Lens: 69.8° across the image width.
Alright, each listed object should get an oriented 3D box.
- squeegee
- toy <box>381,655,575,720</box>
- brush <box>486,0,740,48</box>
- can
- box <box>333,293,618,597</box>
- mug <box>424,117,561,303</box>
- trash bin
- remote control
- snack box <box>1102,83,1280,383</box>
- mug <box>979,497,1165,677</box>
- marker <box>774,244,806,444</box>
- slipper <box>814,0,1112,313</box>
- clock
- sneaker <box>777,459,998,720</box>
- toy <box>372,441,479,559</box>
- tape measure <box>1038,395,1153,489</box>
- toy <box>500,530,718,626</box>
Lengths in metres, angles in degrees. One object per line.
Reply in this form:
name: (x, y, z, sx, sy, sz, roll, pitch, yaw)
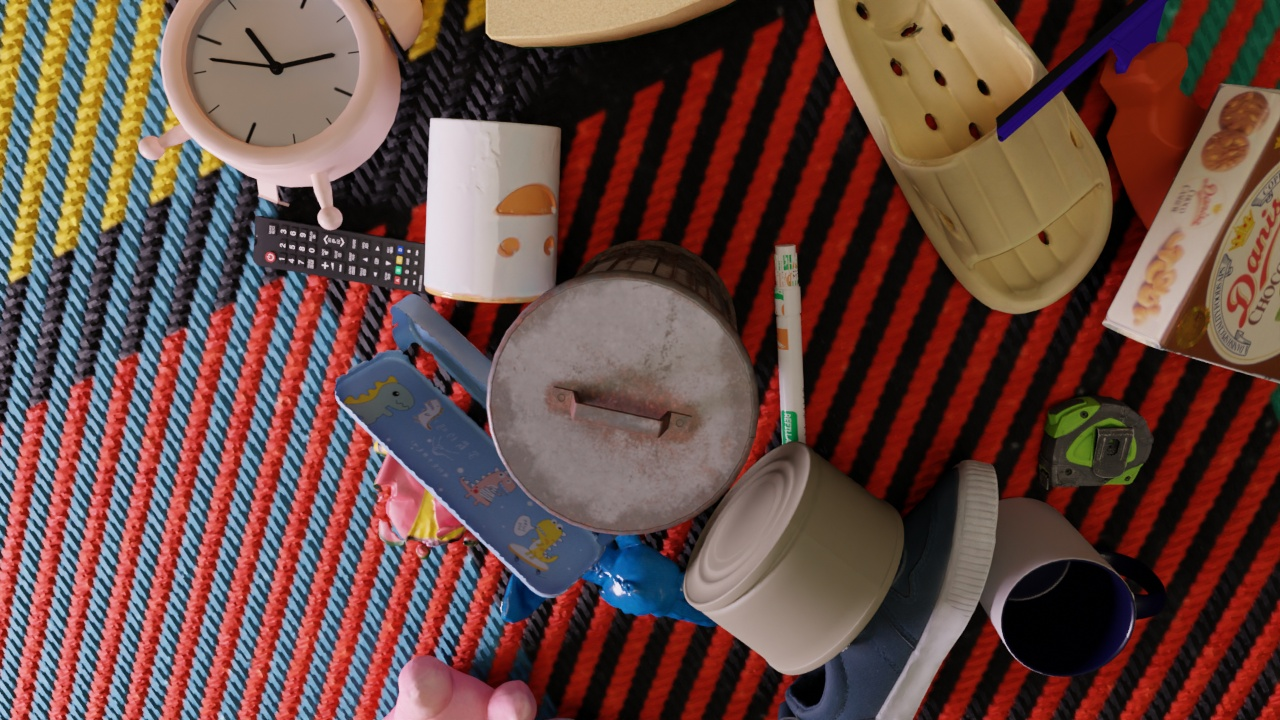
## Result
squeegee: (0.307, -0.125, 0.538, 0.249, 0.055, 0.185, -40, 113, -17)
toy: (-0.091, 0.300, 0.666, 0.213, 0.084, 0.142, 26, 106, 0)
brush: (-0.018, -0.313, 0.506, 0.195, 0.075, 0.250, -14, 102, 12)
can: (0.094, 0.122, 0.581, 0.073, 0.127, 0.128, 37, 103, -9)
box: (-0.106, 0.056, 0.580, 0.210, 0.073, 0.078, 42, 61, 13)
mug: (-0.091, -0.094, 0.570, 0.082, 0.082, 0.105, 5, 103, 3)
trash bin: (-0.003, 0.003, 0.520, 0.131, 0.211, 0.131, 1, 104, 4)
remote control: (-0.191, -0.070, 0.618, 0.147, 0.015, 0.033, 10, 104, 2)
snack box: (0.355, -0.067, 0.528, 0.146, 0.041, 0.143, 10, 108, -30)
mug: (0.274, 0.142, 0.590, 0.112, 0.096, 0.079, 0, 103, 5)
marker: (0.099, -0.004, 0.610, 0.017, 0.017, 0.145, -4, 104, 5)
slipper: (0.198, -0.145, 0.538, 0.111, 0.079, 0.261, -34, 98, 8)
clock: (-0.216, -0.177, 0.570, 0.131, 0.086, 0.160, 21, 95, -1)
sneaker: (0.161, 0.162, 0.614, 0.087, 0.089, 0.236, 20, 109, 4)
toy: (-0.149, 0.090, 0.641, 0.084, 0.046, 0.103, -13, 98, 21)
tape measure: (0.297, 0.054, 0.598, 0.066, 0.035, 0.059, -4, 103, 6)
toy: (-0.022, 0.145, 0.632, 0.176, 0.071, 0.113, 23, 93, -1)
